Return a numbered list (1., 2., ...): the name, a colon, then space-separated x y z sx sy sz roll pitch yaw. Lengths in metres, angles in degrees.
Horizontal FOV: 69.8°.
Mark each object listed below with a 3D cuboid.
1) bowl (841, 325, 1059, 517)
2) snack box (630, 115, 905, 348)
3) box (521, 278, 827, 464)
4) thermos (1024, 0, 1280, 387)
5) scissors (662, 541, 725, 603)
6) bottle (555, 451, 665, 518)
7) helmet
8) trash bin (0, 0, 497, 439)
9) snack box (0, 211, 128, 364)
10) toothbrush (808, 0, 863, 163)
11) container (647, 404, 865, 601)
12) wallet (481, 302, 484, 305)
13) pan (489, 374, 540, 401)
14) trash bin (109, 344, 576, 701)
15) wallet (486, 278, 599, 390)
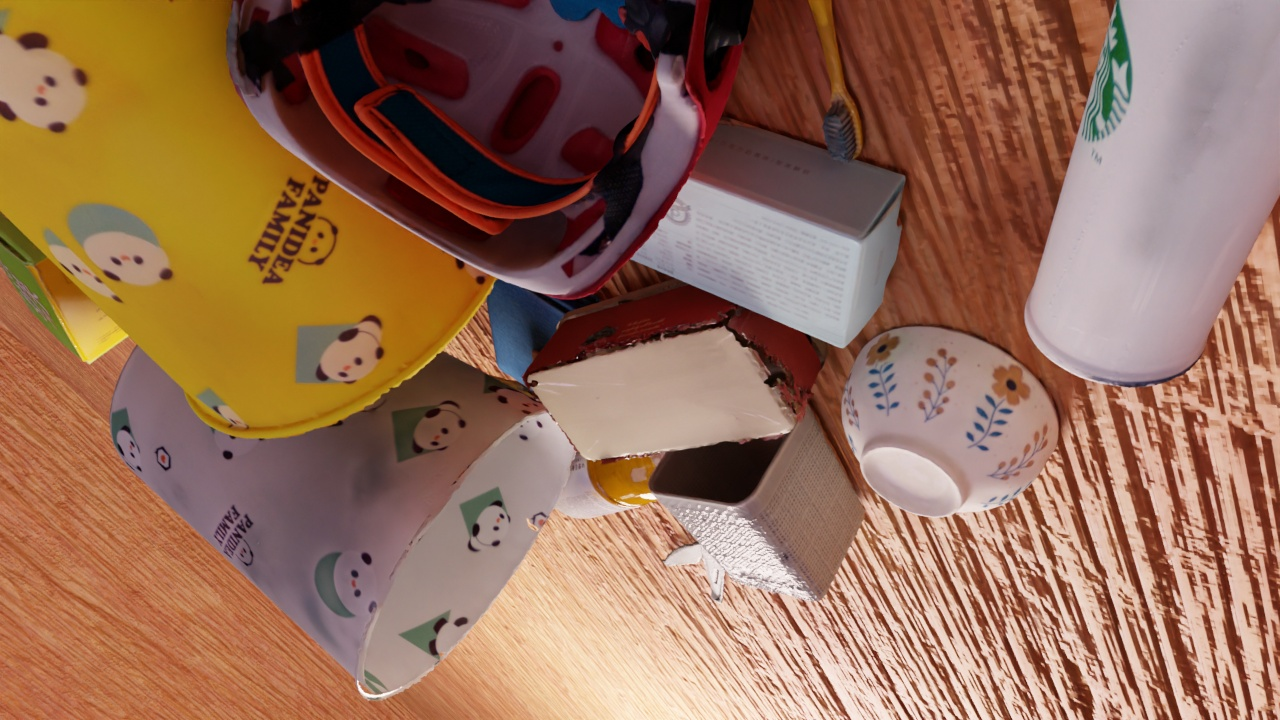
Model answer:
1. bowl: 0.155 0.043 0.489 0.113 0.062 0.114 29 149 19
2. snack box: 0.040 -0.077 0.461 0.175 0.051 0.074 26 149 23
3. box: 0.015 0.011 0.544 0.169 0.080 0.091 -14 122 40
4. thermos: 0.174 -0.088 0.286 0.073 0.073 0.225 22 146 26
5. scissors: 0.070 0.155 0.772 0.227 0.015 0.189 -4 130 48
6. bottle: -0.012 0.081 0.710 0.068 0.067 0.190 45 149 -11
7. helmet: -0.044 -0.162 0.355 0.207 0.143 0.241 29 133 10
8. trash bin: -0.224 -0.124 0.471 0.230 0.229 0.255 15 151 35
9. snack box: -0.366 -0.114 0.689 0.070 0.209 0.158 41 150 4
10. toothbrush: 0.063 -0.159 0.359 0.016 0.018 0.191 10 139 37
11. container: 0.082 0.092 0.608 0.090 0.090 0.114 1 137 47
12. wallet: -0.179 -0.095 0.682 0.132 0.031 0.108 18 134 32
13. pan: -0.218 0.005 0.796 0.358 0.078 0.198 18 110 24
14. trash bin: -0.211 0.069 0.656 0.252 0.229 0.230 31 149 16
15. wallet: -0.071 -0.015 0.679 0.106 0.040 0.133 32 150 20
